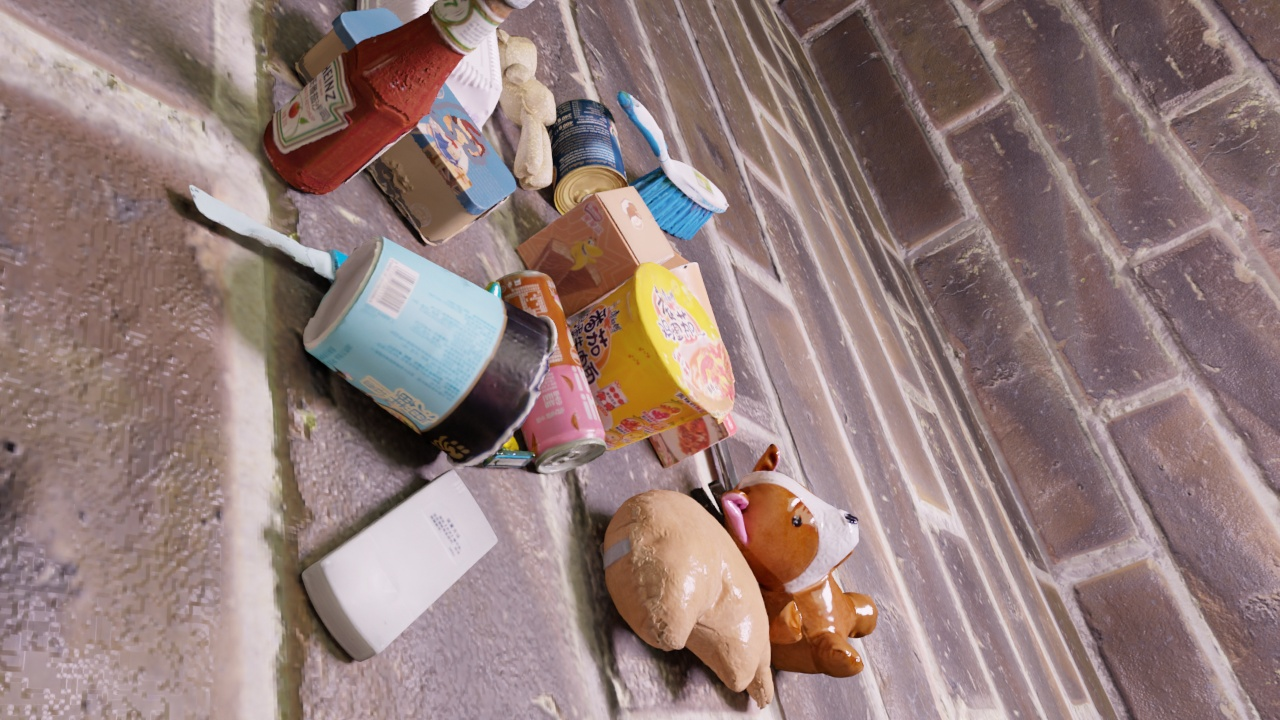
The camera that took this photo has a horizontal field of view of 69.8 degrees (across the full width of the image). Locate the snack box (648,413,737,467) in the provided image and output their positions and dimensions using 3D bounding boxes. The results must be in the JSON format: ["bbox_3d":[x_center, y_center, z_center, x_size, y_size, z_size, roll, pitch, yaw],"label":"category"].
[{"bbox_3d":[0.020,0.015,0.838,0.153,0.075,0.025,62,26,5],"label":"snack box"}]

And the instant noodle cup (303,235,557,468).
[{"bbox_3d":[-0.131,-0.010,0.554,0.120,0.111,0.111,34,34,-28],"label":"instant noodle cup"}]

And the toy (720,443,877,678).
[{"bbox_3d":[0.140,0.179,0.810,0.199,0.131,0.139,63,25,-2],"label":"toy"}]

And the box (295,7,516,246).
[{"bbox_3d":[-0.177,-0.180,0.693,0.184,0.062,0.089,55,24,-15],"label":"box"}]

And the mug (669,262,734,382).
[{"bbox_3d":[0.041,-0.024,0.888,0.078,0.078,0.122,-19,87,-65],"label":"mug"}]

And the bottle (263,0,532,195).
[{"bbox_3d":[-0.148,-0.176,0.564,0.060,0.207,0.059,42,31,-33],"label":"bottle"}]

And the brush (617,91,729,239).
[{"bbox_3d":[0.021,-0.218,1.057,0.314,0.110,0.060,15,52,-58],"label":"brush"}]

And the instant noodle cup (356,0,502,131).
[{"bbox_3d":[-0.178,-0.283,0.808,0.138,0.060,0.173,34,36,-45],"label":"instant noodle cup"}]

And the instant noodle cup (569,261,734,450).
[{"bbox_3d":[-0.005,0.004,0.759,0.138,0.110,0.137,44,28,-32],"label":"instant noodle cup"}]

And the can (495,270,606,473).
[{"bbox_3d":[-0.073,0.007,0.687,0.057,0.058,0.147,16,50,-57],"label":"can"}]

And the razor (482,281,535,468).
[{"bbox_3d":[-0.101,0.009,0.642,0.043,0.028,0.132,9,70,-54],"label":"razor"}]

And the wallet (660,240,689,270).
[{"bbox_3d":[0.003,-0.105,0.970,0.132,0.031,0.107,37,33,-22],"label":"wallet"}]

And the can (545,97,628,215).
[{"bbox_3d":[-0.056,-0.205,0.935,0.075,0.075,0.111,34,34,-44],"label":"can"}]

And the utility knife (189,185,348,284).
[{"bbox_3d":[-0.180,-0.050,0.591,0.236,0.018,0.034,32,38,-48],"label":"utility knife"}]

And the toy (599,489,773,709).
[{"bbox_3d":[0.053,0.188,0.715,0.226,0.083,0.143,45,31,-37],"label":"toy"}]

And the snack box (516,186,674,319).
[{"bbox_3d":[-0.039,-0.098,0.825,0.077,0.095,0.092,59,25,-1],"label":"snack box"}]

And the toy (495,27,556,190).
[{"bbox_3d":[-0.113,-0.240,0.880,0.105,0.066,0.157,31,45,-68],"label":"toy"}]

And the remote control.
[{"bbox_3d":[-0.129,0.109,0.511,0.056,0.019,0.134,59,24,-4],"label":"remote control"}]

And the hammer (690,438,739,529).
[{"bbox_3d":[0.073,0.047,0.957,0.126,0.032,0.322,31,37,-48],"label":"hammer"}]
